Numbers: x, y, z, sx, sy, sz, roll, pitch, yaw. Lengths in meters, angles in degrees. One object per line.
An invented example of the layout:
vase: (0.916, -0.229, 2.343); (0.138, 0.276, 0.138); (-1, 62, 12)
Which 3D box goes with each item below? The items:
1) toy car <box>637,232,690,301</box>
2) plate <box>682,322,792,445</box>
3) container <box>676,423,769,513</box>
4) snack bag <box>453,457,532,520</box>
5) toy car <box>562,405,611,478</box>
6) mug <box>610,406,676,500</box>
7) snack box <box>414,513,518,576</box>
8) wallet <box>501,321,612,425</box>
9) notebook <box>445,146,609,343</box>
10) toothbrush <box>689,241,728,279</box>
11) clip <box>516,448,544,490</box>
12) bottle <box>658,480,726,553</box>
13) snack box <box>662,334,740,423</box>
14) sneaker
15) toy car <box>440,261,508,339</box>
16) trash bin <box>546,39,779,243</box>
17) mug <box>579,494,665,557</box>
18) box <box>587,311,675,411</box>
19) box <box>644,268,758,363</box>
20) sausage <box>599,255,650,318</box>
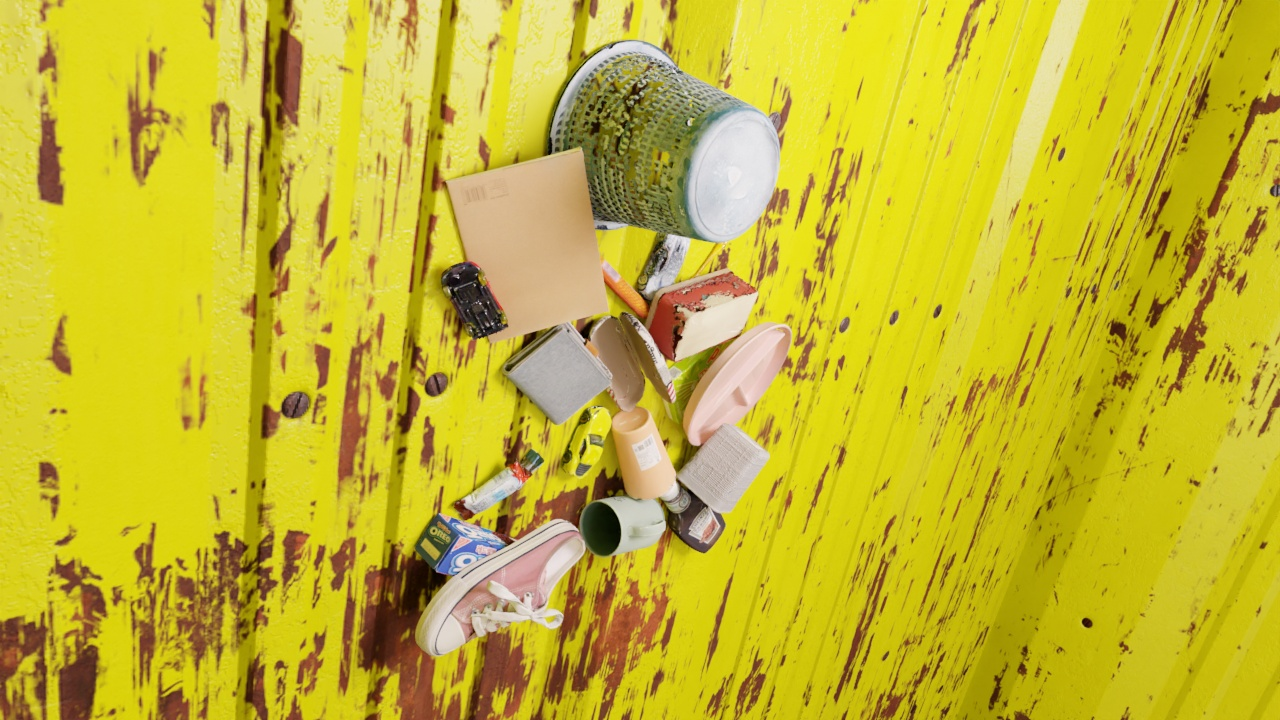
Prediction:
toy car: (0.033, -0.126, 1.223); (0.049, 0.031, 0.105); (16, 102, -49)
plate: (0.144, 0.033, 1.389); (0.229, 0.028, 0.230); (-38, 155, -22)
container: (0.132, 0.165, 1.426); (0.114, 0.090, 0.090); (-52, 159, 7)
snack bag: (-0.187, 0.166, 1.164); (0.105, 0.026, 0.045); (-35, 144, -8)
toy car: (-0.069, 0.113, 1.258); (0.048, 0.032, 0.105); (17, 98, -49)
mug: (0.000, 0.130, 1.310); (0.078, 0.078, 0.123); (-37, 130, -26)
snack box: (-0.195, 0.257, 1.191); (0.057, 0.058, 0.207); (-57, 140, 0)
wallet: (-0.101, 0.014, 1.157); (0.106, 0.037, 0.130); (-39, 137, -1)
notebook: (-0.121, -0.124, 1.034); (0.149, 0.012, 0.212); (-16, 127, -9)
toothbrush: (0.121, -0.166, 1.299); (0.191, 0.018, 0.016); (-52, 141, -7)
clip: (-0.150, 0.144, 1.198); (0.058, 0.025, 0.036); (-50, 133, -4)
bottle: (0.076, 0.243, 1.478); (0.079, 0.044, 0.195); (-51, 139, -12)
snack box: (0.094, 0.015, 1.374); (0.156, 0.026, 0.086); (-40, 137, -23)
sneaker: (-0.161, 0.292, 1.135); (0.240, 0.088, 0.118); (-32, 136, -23)
toy car: (-0.185, -0.069, 1.023); (0.049, 0.031, 0.106); (-22, 136, 1)
trash bin: (0.041, -0.231, 1.041); (0.226, 0.195, 0.227); (-25, 129, -35)
mug: (-0.012, 0.238, 1.330); (0.106, 0.112, 0.082); (0, 89, -48)
box: (-0.006, 0.007, 1.220); (0.075, 0.087, 0.162); (-54, 138, -30)
box: (0.091, -0.061, 1.261); (0.167, 0.078, 0.091); (-22, 141, -45)
sausage: (-0.026, -0.095, 1.187); (0.021, 0.021, 0.165); (-55, 140, -7)
